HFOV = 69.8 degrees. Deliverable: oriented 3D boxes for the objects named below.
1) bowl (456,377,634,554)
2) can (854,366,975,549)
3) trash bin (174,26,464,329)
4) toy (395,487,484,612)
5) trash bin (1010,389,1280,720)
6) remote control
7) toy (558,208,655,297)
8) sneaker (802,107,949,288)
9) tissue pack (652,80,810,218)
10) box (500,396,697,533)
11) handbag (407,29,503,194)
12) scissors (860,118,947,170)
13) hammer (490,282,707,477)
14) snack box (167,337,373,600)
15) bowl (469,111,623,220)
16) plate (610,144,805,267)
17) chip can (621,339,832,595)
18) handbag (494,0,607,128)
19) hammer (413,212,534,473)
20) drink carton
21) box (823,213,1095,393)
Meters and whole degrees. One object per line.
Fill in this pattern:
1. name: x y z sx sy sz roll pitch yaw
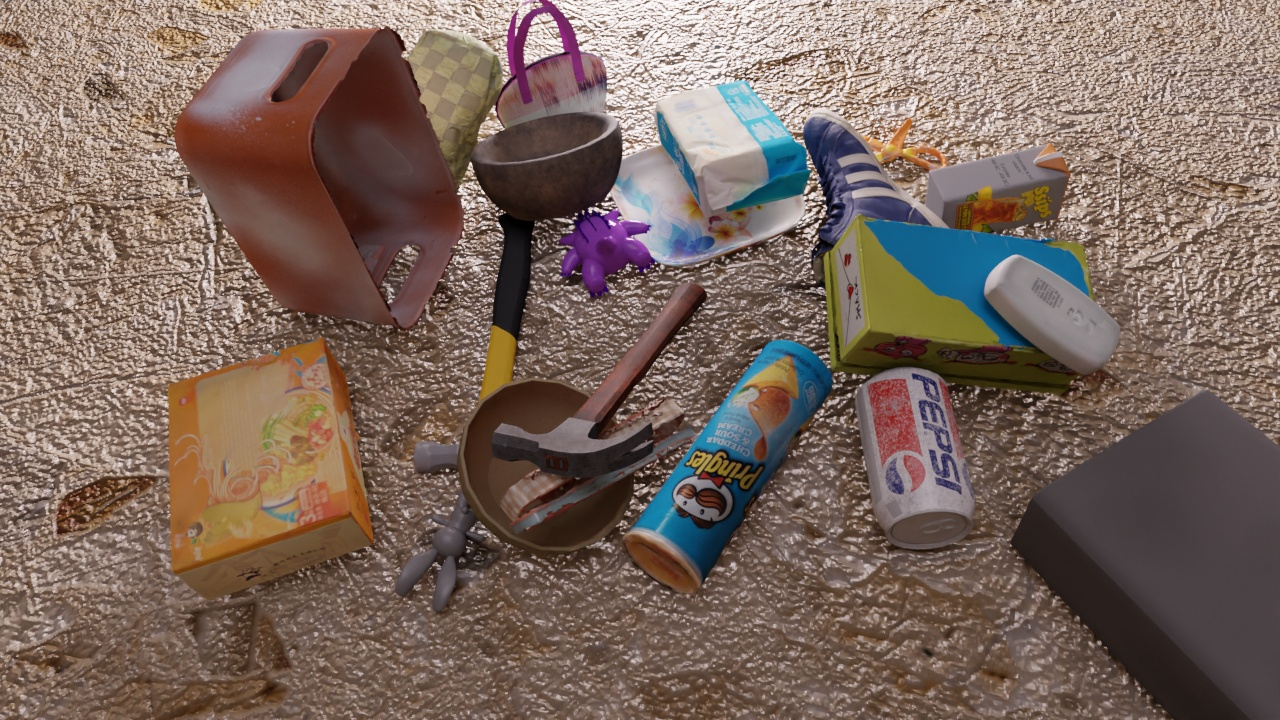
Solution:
1. bowl: -0.084 0.094 0.772 0.152 0.051 0.152 13 58 -21
2. can: 0.224 0.078 0.753 0.078 0.078 0.136 -3 53 4
3. trash bin: -0.300 -0.175 0.890 0.157 0.260 0.181 7 55 14
4. toy: -0.160 0.153 0.772 0.049 0.030 0.111 23 52 4
5. trash bin: 0.423 0.156 0.662 0.191 0.098 0.219 -27 54 -13
6. remote control: 0.334 -0.039 0.746 0.114 0.028 0.060 36 64 2
7. toy: -0.040 -0.121 0.945 0.106 0.056 0.088 -29 42 -4
8. sneaker: 0.195 -0.146 0.923 0.118 0.091 0.233 -29 64 -12
9. tissue pack: 0.090 -0.233 0.978 0.117 0.066 0.209 -16 44 -6
10. box: -0.034 0.081 0.746 0.186 0.058 0.060 -26 25 -37
11. handbag: -0.221 -0.270 1.025 0.113 0.116 0.186 28 102 -3
12. scissors: 0.277 -0.229 1.019 0.125 0.011 0.129 31 62 25
13. hammer: -0.005 0.005 0.800 0.111 0.028 0.299 9 33 21
14. snack box: -0.321 0.093 0.803 0.145 0.081 0.195 -18 54 -7
15. bowl: -0.095 -0.206 0.982 0.162 0.070 0.162 -10 30 5
16. plate: 0.069 -0.179 1.001 0.187 0.016 0.186 -20 54 -8
17. chip can: 0.077 0.085 0.766 0.080 0.080 0.228 27 59 23
18. handbag: -0.106 -0.323 1.032 0.144 0.170 0.068 -26 55 -13
19. hammer: -0.134 -0.031 0.909 0.127 0.029 0.322 -2 52 5
20. drink carton: 0.358 -0.168 0.926 0.125 0.076 0.048 -12 53 3
21. box: 0.280 -0.046 0.800 0.221 0.082 0.124 5 64 -12
